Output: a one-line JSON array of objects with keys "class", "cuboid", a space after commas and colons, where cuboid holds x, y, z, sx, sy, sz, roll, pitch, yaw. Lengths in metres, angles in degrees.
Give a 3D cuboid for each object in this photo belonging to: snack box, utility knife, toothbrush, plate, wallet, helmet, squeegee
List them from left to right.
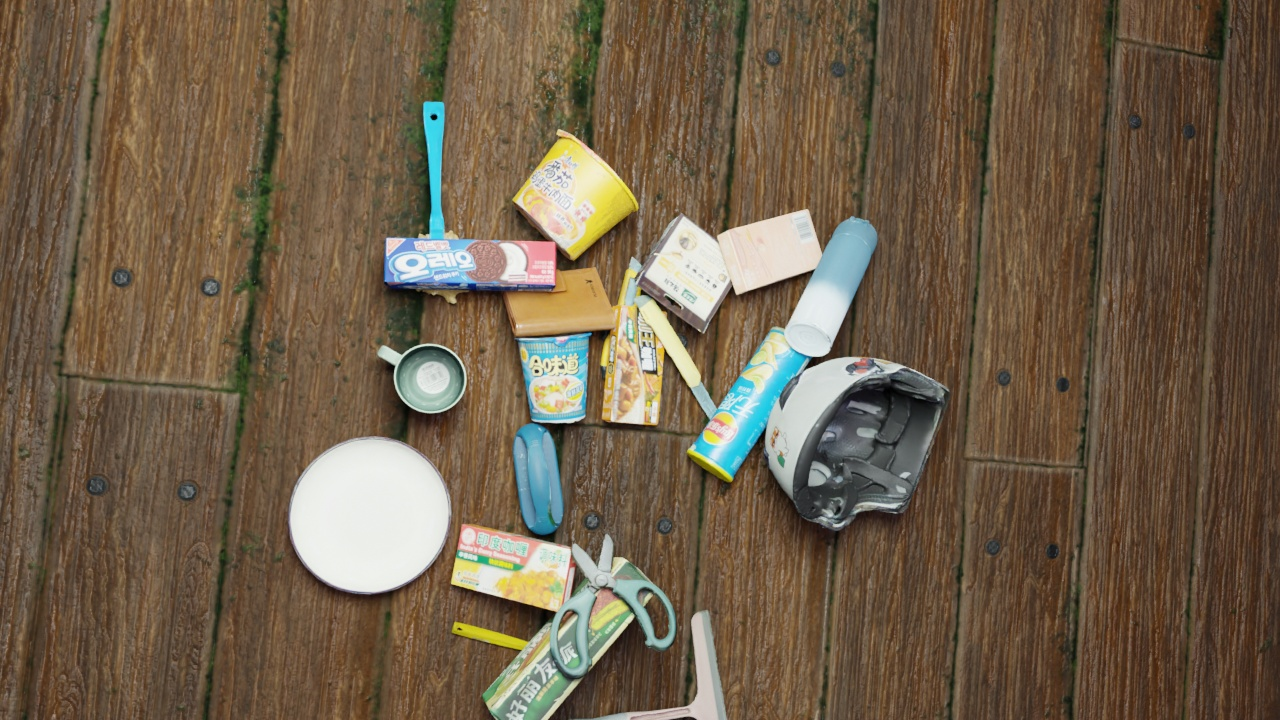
[{"class": "plate", "cuboid": [-0.333, 0.190, 1.139, 0.192, 0.039, 0.192, 1, 88, -13]}, {"class": "snack box", "cuboid": [-0.208, -0.115, 1.124, 0.207, 0.057, 0.058, 0, 87, -8]}, {"class": "snack box", "cuboid": [-0.157, 0.257, 1.142, 0.156, 0.027, 0.077, 8, 85, 21]}, {"class": "toothbrush", "cuboid": [-0.150, 0.369, 1.184, 0.190, 0.017, 0.015, 19, 78, -11]}, {"class": "wallet", "cuboid": [-0.107, -0.076, 1.177, 0.131, 0.031, 0.107, -5, 48, -19]}, {"class": "snack box", "cuboid": [-0.089, 0.351, 1.134, 0.063, 0.115, 0.239, 44, 73, -2]}, {"class": "utility knife", "cuboid": [-0.024, -0.056, 1.229, 0.033, 0.015, 0.170, 14, 84, -14]}, {"class": "squeegee", "cuboid": [-0.012, 0.471, 1.201, 0.249, 0.040, 0.247, -6, 74, -8]}, {"class": "snack box", "cuboid": [-0.007, 0.007, 1.213, 0.075, 0.026, 0.153, 6, 87, -33]}, {"class": "utility knife", "cuboid": [0.054, -0.001, 1.225, 0.030, 0.022, 0.212, -42, 106, -26]}, {"class": "snack box", "cuboid": [0.062, -0.113, 1.225, 0.113, 0.053, 0.125, 36, 74, -10]}, {"class": "snack box", "cuboid": [0.180, -0.149, 1.246, 0.157, 0.026, 0.084, -19, 92, -34]}, {"class": "helmet", "cuboid": [0.262, 0.089, 1.203, 0.273, 0.157, 0.230, -4, 115, -32]}]

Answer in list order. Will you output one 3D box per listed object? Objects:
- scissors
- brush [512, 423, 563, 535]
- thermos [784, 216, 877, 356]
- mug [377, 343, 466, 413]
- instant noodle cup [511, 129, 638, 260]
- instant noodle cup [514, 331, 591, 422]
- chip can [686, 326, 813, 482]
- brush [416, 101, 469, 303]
[{"class": "scissors", "cuboid": [-0.048, 0.304, 1.084, 0.180, 0.019, 0.170, -42, 93, -17]}, {"class": "brush", "cuboid": [-0.130, 0.152, 1.168, 0.055, 0.073, 0.144, -7, 90, -8]}, {"class": "thermos", "cuboid": [0.262, -0.104, 1.235, 0.070, 0.070, 0.219, 37, 58, -9]}, {"class": "mug", "cuboid": [-0.270, 0.016, 1.124, 0.111, 0.106, 0.082, 30, 82, -10]}, {"class": "instant noodle cup", "cuboid": [-0.089, -0.203, 1.166, 0.138, 0.138, 0.110, 44, 88, -8]}, {"class": "instant noodle cup", "cuboid": [-0.109, 0.021, 1.172, 0.099, 0.099, 0.110, -4, 97, -13]}, {"class": "chip can", "cuboid": [0.149, 0.058, 1.236, 0.071, 0.071, 0.210, 36, 80, -9]}, {"class": "brush", "cuboid": [-0.257, -0.199, 1.162, 0.083, 0.046, 0.254, -2, 94, -9]}]
